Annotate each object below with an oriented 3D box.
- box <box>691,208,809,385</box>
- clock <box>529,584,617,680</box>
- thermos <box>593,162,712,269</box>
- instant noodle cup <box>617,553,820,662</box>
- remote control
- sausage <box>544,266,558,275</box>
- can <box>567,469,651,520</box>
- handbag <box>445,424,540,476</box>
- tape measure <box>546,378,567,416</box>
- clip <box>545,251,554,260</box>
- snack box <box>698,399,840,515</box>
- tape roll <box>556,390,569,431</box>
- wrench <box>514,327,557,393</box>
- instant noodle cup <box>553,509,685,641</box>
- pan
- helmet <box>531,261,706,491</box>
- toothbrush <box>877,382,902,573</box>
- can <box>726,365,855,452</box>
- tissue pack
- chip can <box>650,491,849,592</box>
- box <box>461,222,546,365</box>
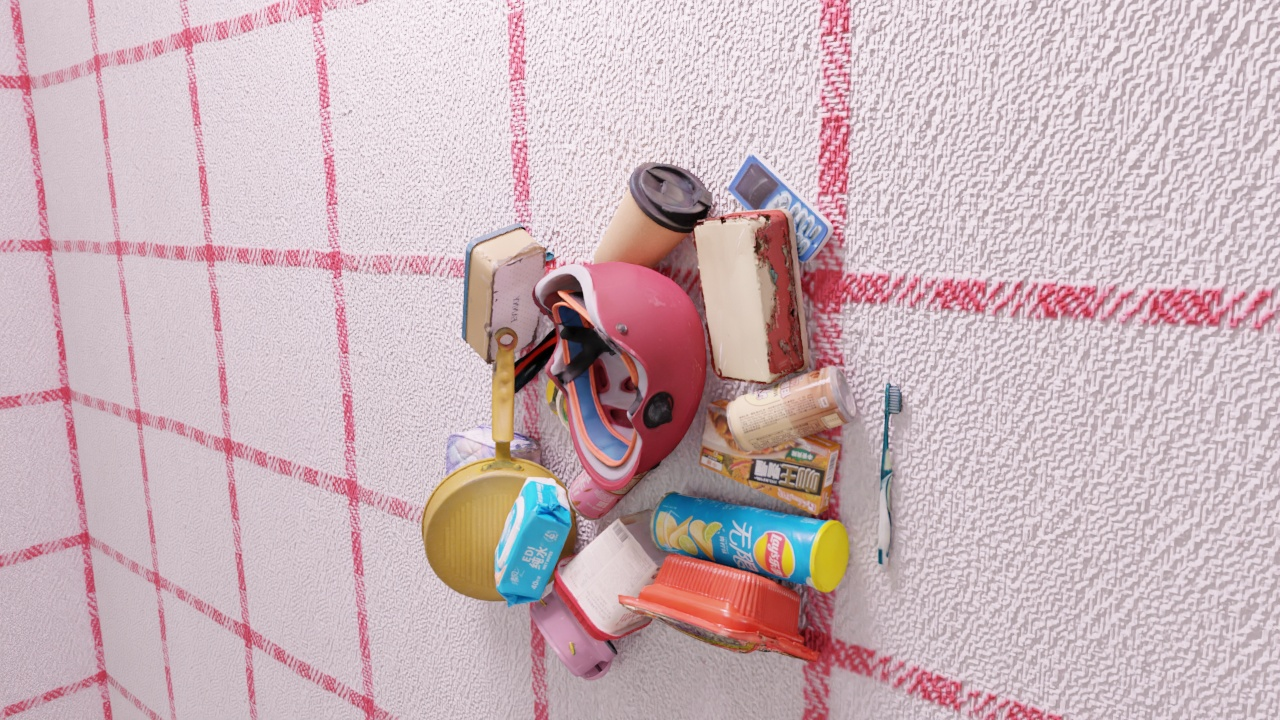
[{"bbox_3d":[0.106,-0.062,0.912,0.091,0.075,0.168,6,110,48],"label":"box"},{"bbox_3d":[-0.082,0.342,1.153,0.117,0.059,0.158,48,170,30],"label":"clock"},{"bbox_3d":[0.008,-0.145,0.998,0.093,0.092,0.144,57,137,17],"label":"thermos"},{"bbox_3d":[0.090,0.260,0.964,0.165,0.188,0.079,5,71,39],"label":"instant noodle cup"},{"bbox_3d":[0.139,-0.154,0.918,0.125,0.024,0.049,50,126,21],"label":"remote control"},{"bbox_3d":[-0.101,-0.105,1.140,0.156,0.020,0.020,11,105,39],"label":"sausage"},{"bbox_3d":[-0.028,0.131,1.097,0.148,0.057,0.058,-48,67,36],"label":"can"},{"bbox_3d":[-0.197,0.187,1.246,0.134,0.075,0.194,16,110,33],"label":"handbag"},{"bbox_3d":[-0.095,0.044,1.158,0.060,0.028,0.057,35,120,31],"label":"tape measure"},{"bbox_3d":[-0.137,-0.132,1.164,0.054,0.033,0.013,5,99,54],"label":"clip"},{"bbox_3d":[0.134,0.100,0.971,0.154,0.026,0.075,20,112,36],"label":"snack box"},{"bbox_3d":[-0.062,0.058,1.122,0.086,0.013,0.086,7,111,19],"label":"tape roll"},{"bbox_3d":[-0.108,-0.016,1.166,0.274,0.016,0.056,-32,77,40],"label":"wrench"},{"bbox_3d":[-0.019,0.248,1.084,0.116,0.116,0.124,49,115,23],"label":"instant noodle cup"},{"bbox_3d":[-0.174,0.137,1.152,0.078,0.197,0.358,-115,28,-65],"label":"pan"},{"bbox_3d":[-0.006,0.006,0.975,0.207,0.143,0.240,21,124,59],"label":"helmet"},{"bbox_3d":[0.241,0.116,0.889,0.018,0.016,0.192,5,101,30],"label":"toothbrush"},{"bbox_3d":[0.149,0.049,0.908,0.116,0.058,0.058,-21,84,25],"label":"can"},{"bbox_3d":[-0.132,0.215,1.099,0.090,0.063,0.140,-113,44,-67],"label":"tissue pack"},{"bbox_3d":[0.112,0.190,0.978,0.211,0.071,0.071,4,101,41],"label":"chip can"},{"bbox_3d":[-0.169,-0.084,1.130,0.060,0.089,0.185,41,138,28],"label":"box"}]
